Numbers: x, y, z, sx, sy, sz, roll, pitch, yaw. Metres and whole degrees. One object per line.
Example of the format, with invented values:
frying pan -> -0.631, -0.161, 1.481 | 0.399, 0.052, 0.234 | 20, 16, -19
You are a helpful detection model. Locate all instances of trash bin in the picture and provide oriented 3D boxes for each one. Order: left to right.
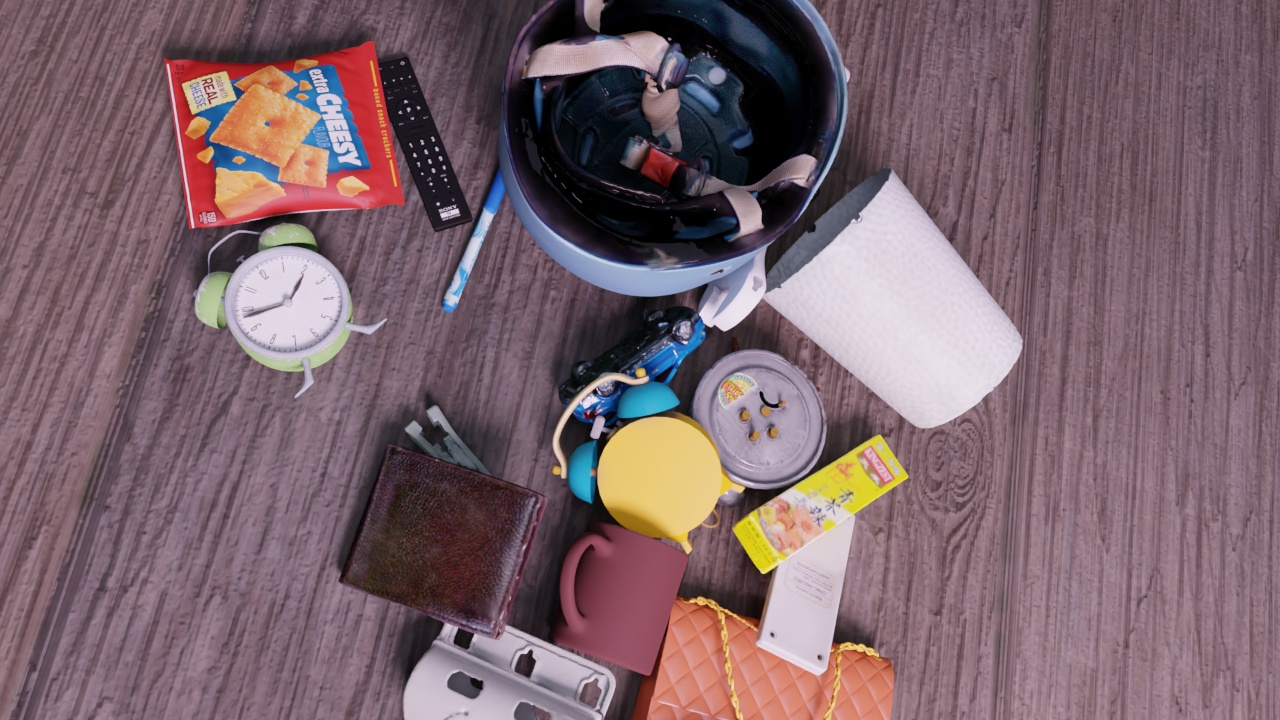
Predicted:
trash bin -> 0.193, -0.041, 0.696 | 0.161, 0.133, 0.133 | 44, 71, -6

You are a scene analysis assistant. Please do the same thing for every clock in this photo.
clock -> -0.245, -0.040, 0.629 | 0.094, 0.043, 0.119 | -43, 90, -20
clock -> 0.003, 0.069, 0.631 | 0.129, 0.043, 0.099 | 40, 98, -2
clock -> 0.077, 0.058, 0.679 | 0.104, 0.056, 0.147 | 31, 70, -5

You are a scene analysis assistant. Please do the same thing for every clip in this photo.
clip -> -0.132, 0.069, 0.643 | 0.045, 0.023, 0.076 | -40, 87, -17
clip -> -0.095, 0.242, 0.575 | 0.125, 0.075, 0.144 | 18, 74, 20

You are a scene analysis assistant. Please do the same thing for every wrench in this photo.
wrench -> 0.113, -0.137, 0.734 | 0.018, 0.066, 0.272 | 36, 66, -20

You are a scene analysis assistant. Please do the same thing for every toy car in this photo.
toy car -> -0.004, 0.004, 0.675 | 0.120, 0.056, 0.043 | -38, 113, -13

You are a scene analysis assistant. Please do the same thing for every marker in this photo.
marker -> -0.120, -0.100, 0.690 | 0.013, 0.013, 0.141 | 22, 73, -8

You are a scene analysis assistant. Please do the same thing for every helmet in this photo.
helmet -> 0.015, -0.165, 0.656 | 0.225, 0.167, 0.265 | 43, 73, -4

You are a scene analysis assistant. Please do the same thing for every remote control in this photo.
remote control -> -0.166, -0.165, 0.695 | 0.030, 0.009, 0.140 | -20, 83, -17
remote control -> 0.121, 0.155, 0.661 | 0.050, 0.011, 0.135 | 27, 47, -2

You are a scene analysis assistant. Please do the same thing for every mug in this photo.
mug -> -0.022, 0.154, 0.610 | 0.073, 0.105, 0.082 | 8, 69, 34

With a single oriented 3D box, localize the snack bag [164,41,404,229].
snack bag -> -0.254, -0.162, 0.657 | 0.144, 0.039, 0.130 | -10, 80, -16

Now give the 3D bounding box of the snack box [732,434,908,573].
snack box -> 0.134, 0.103, 0.673 | 0.147, 0.029, 0.040 | -23, 73, -34

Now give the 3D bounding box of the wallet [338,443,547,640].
wallet -> -0.130, 0.118, 0.605 | 0.120, 0.031, 0.099 | 15, 81, 16

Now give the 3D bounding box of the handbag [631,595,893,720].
handbag -> 0.089, 0.238, 0.640 | 0.172, 0.060, 0.108 | 19, 70, -9
